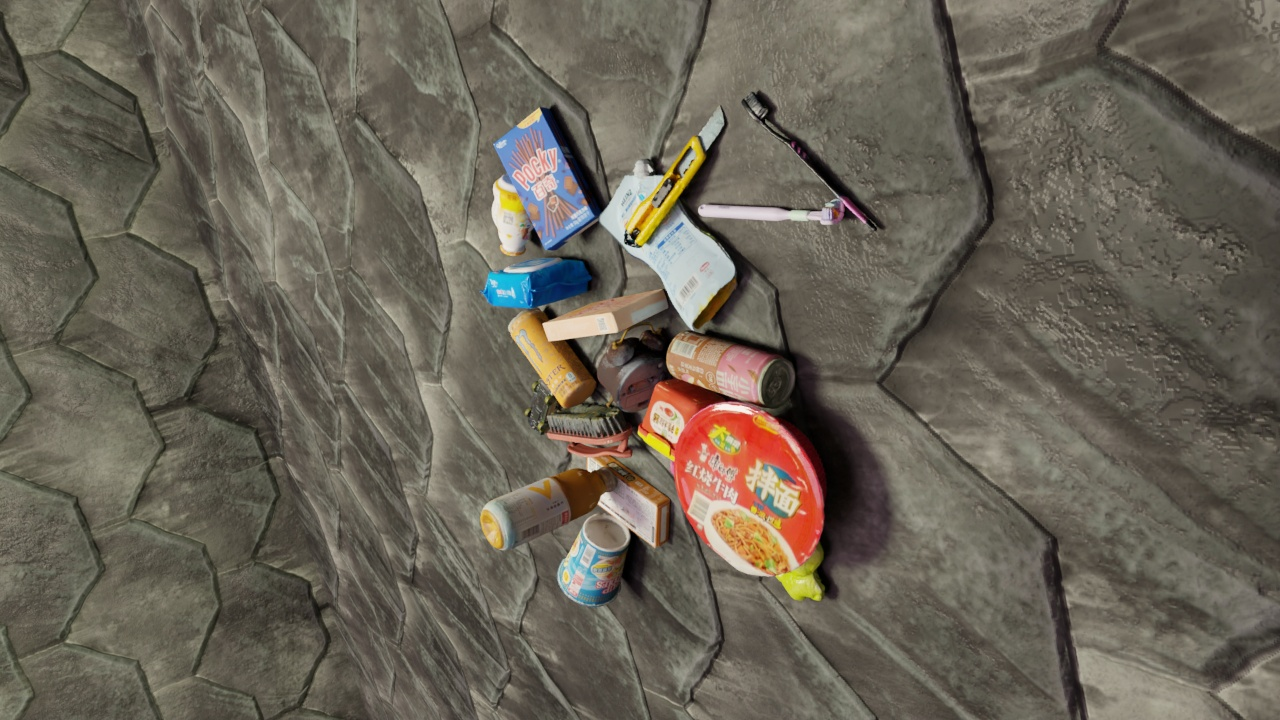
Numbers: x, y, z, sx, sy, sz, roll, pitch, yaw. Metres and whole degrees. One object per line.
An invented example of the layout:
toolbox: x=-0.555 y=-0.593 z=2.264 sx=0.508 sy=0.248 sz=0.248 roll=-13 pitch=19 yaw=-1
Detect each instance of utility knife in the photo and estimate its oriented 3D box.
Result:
utility knife: x=0.033 y=-0.190 z=0.975 sx=0.033 sy=0.015 sz=0.193 roll=52 pitch=128 yaw=18

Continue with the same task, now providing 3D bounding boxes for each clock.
clock: x=-0.007 y=0.007 z=1.113 sx=0.055 sy=0.081 sz=0.122 roll=46 pitch=142 yaw=38

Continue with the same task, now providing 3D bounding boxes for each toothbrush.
toothbrush: x=0.122 y=-0.148 z=0.912 sx=0.189 sy=0.029 sz=0.021 roll=12 pitch=155 yaw=51
toothbrush: x=0.157 y=-0.187 z=0.851 sx=0.189 sy=0.014 sz=0.018 roll=51 pitch=130 yaw=21

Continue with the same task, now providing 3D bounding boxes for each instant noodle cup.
instant noodle cup: x=-0.063 y=0.285 z=1.334 sx=0.099 sy=0.099 sz=0.110 roll=44 pitch=132 yaw=30
instant noodle cup: x=0.128 y=0.130 z=0.987 sx=0.194 sy=0.065 sz=0.194 roll=15 pitch=113 yaw=38

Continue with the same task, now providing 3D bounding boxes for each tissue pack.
tissue pack: x=-0.142 y=-0.105 z=1.220 sx=0.157 sy=0.094 sz=0.052 roll=7 pitch=113 yaw=53

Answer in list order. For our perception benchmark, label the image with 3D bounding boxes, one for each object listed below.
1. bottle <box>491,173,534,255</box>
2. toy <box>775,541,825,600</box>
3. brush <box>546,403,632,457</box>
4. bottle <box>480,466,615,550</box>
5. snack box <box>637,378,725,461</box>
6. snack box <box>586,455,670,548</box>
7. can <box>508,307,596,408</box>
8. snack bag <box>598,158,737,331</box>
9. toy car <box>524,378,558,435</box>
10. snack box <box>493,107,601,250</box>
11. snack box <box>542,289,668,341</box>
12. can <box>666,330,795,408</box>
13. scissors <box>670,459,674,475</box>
bottle: x=-0.167 y=-0.194 z=1.229 sx=0.063 sy=0.063 sz=0.109 roll=40 pitch=137 yaw=33
toy: x=0.176 y=0.225 z=1.034 sx=0.097 sy=0.031 sz=0.100 roll=-25 pitch=88 yaw=57
brush: x=-0.062 y=0.099 z=1.255 sx=0.146 sy=0.063 sz=0.069 roll=1 pitch=113 yaw=51
bottle: x=-0.118 y=0.189 z=1.216 sx=0.068 sy=0.189 sz=0.068 roll=28 pitch=128 yaw=44
snack box: x=0.054 y=0.069 z=1.075 sx=0.091 sy=0.081 sz=0.080 roll=30 pitch=117 yaw=40
snack box: x=-0.020 y=0.190 z=1.277 sx=0.154 sy=0.026 sz=0.075 roll=31 pitch=130 yaw=40
can: x=-0.123 y=-0.004 z=1.279 sx=0.146 sy=0.058 sz=0.058 roll=52 pitch=142 yaw=21
snack bag: x=0.029 y=-0.132 z=1.027 sx=0.191 sy=0.038 sz=0.111 roll=54 pitch=142 yaw=20
toy car: x=-0.143 y=0.066 z=1.365 sx=0.042 sy=0.035 sz=0.091 roll=41 pitch=131 yaw=31
snack box: x=-0.116 y=-0.227 z=1.149 sx=0.085 sy=0.026 sz=0.157 roll=-30 pitch=84 yaw=29
snack box: x=-0.045 y=-0.054 z=1.127 sx=0.158 sy=0.084 sz=0.026 roll=-4 pitch=108 yaw=53
can: x=0.095 y=0.008 z=0.999 sx=0.147 sy=0.057 sz=0.058 roll=19 pitch=123 yaw=47
scissors: x=0.079 y=0.127 z=1.126 sx=0.138 sy=0.017 sz=0.077 roll=-41 pitch=68 yaw=49
